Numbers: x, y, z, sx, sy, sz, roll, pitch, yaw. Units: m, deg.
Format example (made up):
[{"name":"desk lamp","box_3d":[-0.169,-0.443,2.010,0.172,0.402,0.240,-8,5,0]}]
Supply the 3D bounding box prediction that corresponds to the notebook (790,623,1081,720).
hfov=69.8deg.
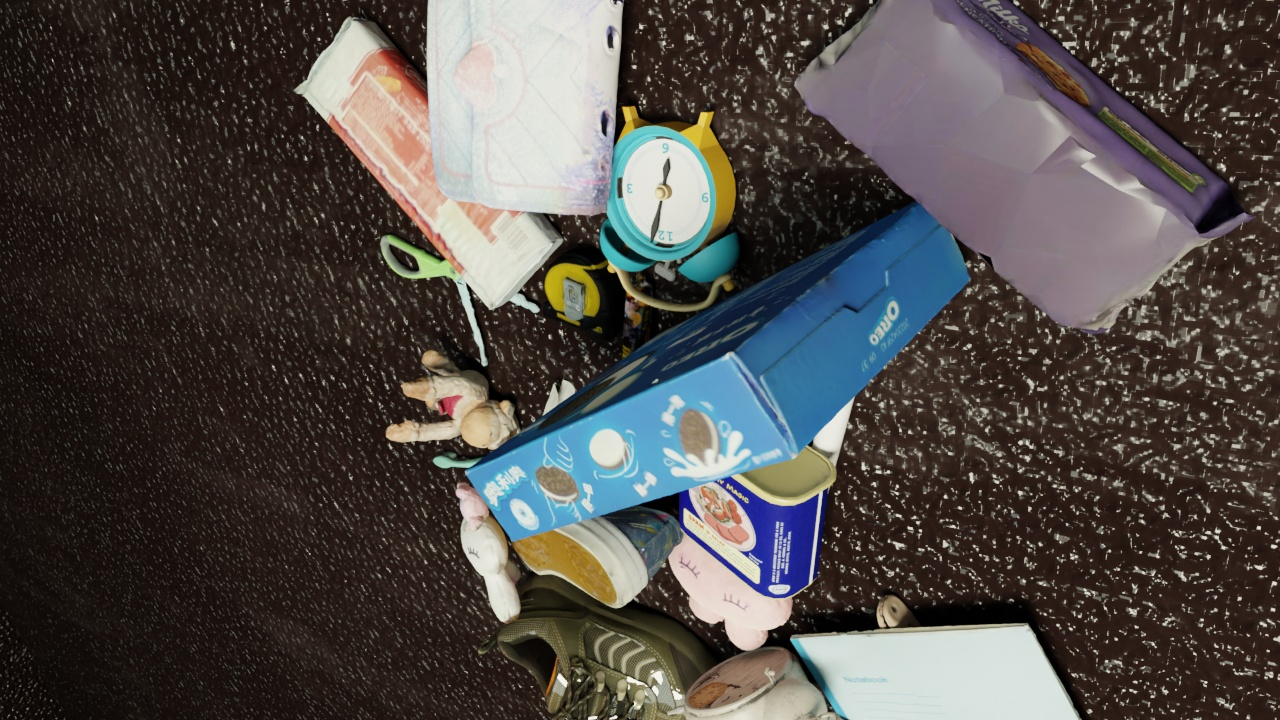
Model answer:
[{"name":"notebook","box_3d":[0.237,0.287,0.649,0.182,0.009,0.253,-19,109,43]}]

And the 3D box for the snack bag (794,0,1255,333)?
[{"name":"snack bag","box_3d":[0.176,-0.105,0.447,0.205,0.058,0.097,43,134,8]}]

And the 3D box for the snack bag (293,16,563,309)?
[{"name":"snack bag","box_3d":[-0.156,-0.145,0.680,0.078,0.041,0.225,-43,85,25]}]

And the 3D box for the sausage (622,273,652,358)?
[{"name":"sausage","box_3d":[-0.004,0.004,0.675,0.020,0.020,0.155,22,127,26]}]

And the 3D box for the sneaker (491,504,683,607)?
[{"name":"sneaker","box_3d":[-0.052,0.129,0.747,0.236,0.079,0.087,3,122,59]}]

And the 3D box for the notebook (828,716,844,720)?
[{"name":"notebook","box_3d":[0.202,0.373,0.724,0.141,0.008,0.209,22,134,27]}]

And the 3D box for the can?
[{"name":"can","box_3d":[0.075,0.095,0.628,0.116,0.056,0.092,34,136,42]}]

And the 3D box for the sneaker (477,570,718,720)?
[{"name":"sneaker","box_3d":[-0.034,0.276,0.773,0.238,0.142,0.101,29,129,20]}]

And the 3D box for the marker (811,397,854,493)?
[{"name":"marker","box_3d":[0.126,0.046,0.602,0.020,0.020,0.142,24,128,24]}]

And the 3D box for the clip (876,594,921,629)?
[{"name":"clip","box_3d":[0.183,0.193,0.644,0.059,0.026,0.052,27,132,12]}]

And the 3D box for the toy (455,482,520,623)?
[{"name":"toy","box_3d":[-0.132,0.160,0.785,0.079,0.038,0.123,-135,25,-70]}]

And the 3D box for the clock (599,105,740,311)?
[{"name":"clock","box_3d":[0.018,-0.094,0.586,0.099,0.043,0.130,13,116,32]}]

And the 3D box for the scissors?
[{"name":"scissors","box_3d":[-0.150,-0.077,0.741,0.171,0.023,0.172,23,122,23]}]

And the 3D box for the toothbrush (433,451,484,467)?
[{"name":"toothbrush","box_3d":[-0.136,0.096,0.835,0.135,0.017,0.022,3,116,33]}]

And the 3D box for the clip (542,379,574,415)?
[{"name":"clip","box_3d":[-0.059,0.066,0.760,0.055,0.045,0.102,42,134,20]}]

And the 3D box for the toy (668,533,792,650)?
[{"name":"toy","box_3d":[0.067,0.177,0.704,0.108,0.053,0.105,26,141,31]}]

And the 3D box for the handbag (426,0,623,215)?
[{"name":"handbag","box_3d":[-0.072,-0.175,0.571,0.127,0.069,0.159,15,110,32]}]

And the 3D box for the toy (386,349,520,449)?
[{"name":"toy","box_3d":[-0.152,0.048,0.778,0.106,0.074,0.085,25,124,-7]}]

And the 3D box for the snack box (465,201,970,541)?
[{"name":"snack box","box_3d":[0.038,0.010,0.513,0.240,0.195,0.056,-25,98,48]}]

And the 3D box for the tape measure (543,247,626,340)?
[{"name":"tape measure","box_3d":[-0.042,-0.049,0.662,0.062,0.034,0.061,20,124,27]}]

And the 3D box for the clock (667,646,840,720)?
[{"name":"clock","box_3d":[0.091,0.253,0.676,0.157,0.103,0.061,-25,91,61]}]
